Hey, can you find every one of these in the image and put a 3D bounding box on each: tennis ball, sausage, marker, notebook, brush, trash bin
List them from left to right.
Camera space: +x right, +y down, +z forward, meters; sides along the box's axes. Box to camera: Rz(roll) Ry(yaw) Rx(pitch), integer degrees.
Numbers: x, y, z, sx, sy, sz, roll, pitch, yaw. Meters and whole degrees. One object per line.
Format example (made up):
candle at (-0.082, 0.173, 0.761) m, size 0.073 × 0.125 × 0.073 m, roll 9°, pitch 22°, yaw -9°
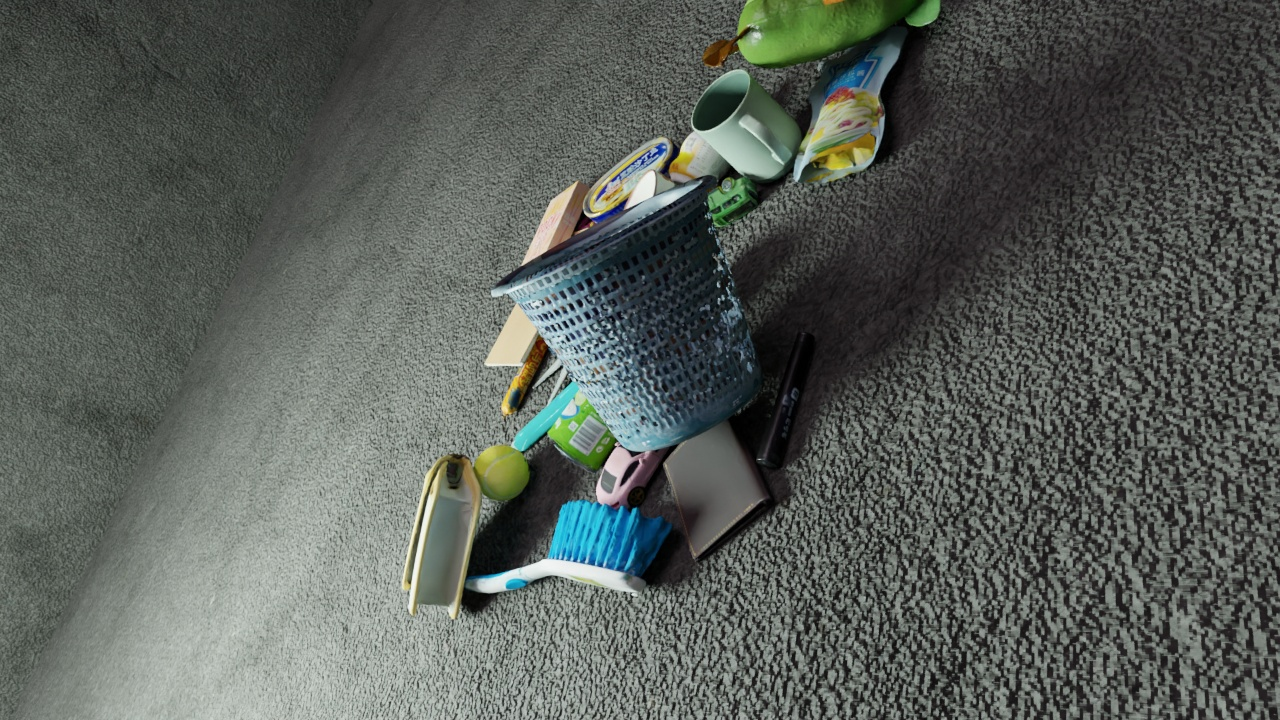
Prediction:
tennis ball at (-0.162, 0.131, 1.071) m, size 0.066 × 0.065 × 0.065 m, roll -32°, pitch 41°, yaw 32°
sausage at (-0.141, 0.002, 1.193) m, size 0.021 × 0.021 × 0.165 m, roll 7°, pitch 68°, yaw 53°
notebook at (-0.142, -0.084, 1.257) m, size 0.148 × 0.008 × 0.207 m, roll 0°, pitch 61°, yaw 63°
brush at (-0.091, 0.200, 0.941) m, size 0.315 × 0.060 × 0.109 m, roll -7°, pitch 61°, yaw 52°
trash bin at (0.006, -0.033, 0.846) m, size 0.227 × 0.195 × 0.226 m, roll -26°, pitch 13°, yaw 6°
marker at (0.131, 0.035, 0.828) m, size 0.022 × 0.020 × 0.131 m, roll -25°, pitch 41°, yaw 62°

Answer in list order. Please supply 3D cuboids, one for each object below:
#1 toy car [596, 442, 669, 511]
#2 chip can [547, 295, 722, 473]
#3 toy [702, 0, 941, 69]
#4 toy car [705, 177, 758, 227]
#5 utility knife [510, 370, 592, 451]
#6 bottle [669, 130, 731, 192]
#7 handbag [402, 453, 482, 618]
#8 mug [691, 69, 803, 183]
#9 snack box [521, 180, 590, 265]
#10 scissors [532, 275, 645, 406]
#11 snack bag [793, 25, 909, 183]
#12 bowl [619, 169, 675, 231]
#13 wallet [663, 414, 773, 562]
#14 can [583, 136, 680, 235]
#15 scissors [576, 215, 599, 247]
toy car at (-0.004, 0.097, 0.930) m, size 0.122 × 0.037 × 0.056 m, roll -57°, pitch 35°, yaw -4°
chip can at (-0.006, 0.006, 0.976) m, size 0.236 × 0.072 × 0.072 m, roll -54°, pitch 34°, yaw 4°
toy at (0.179, -0.361, 0.962) m, size 0.247 × 0.090 × 0.226 m, roll -16°, pitch 12°, yaw 6°
toy car at (0.089, -0.172, 1.031) m, size 0.091 × 0.043 × 0.036 m, roll -25°, pitch 67°, yaw 27°
utility knife at (-0.119, 0.075, 1.108) m, size 0.210 × 0.013 × 0.029 m, roll -42°, pitch 63°, yaw 18°
bottle at (0.081, -0.248, 1.087) m, size 0.063 × 0.063 × 0.108 m, roll 23°, pitch 81°, yaw 56°
handbag at (-0.236, 0.191, 1.070) m, size 0.178 × 0.063 × 0.163 m, roll -132°, pitch 55°, yaw -68°
mug at (0.125, -0.245, 0.991) m, size 0.082 × 0.106 × 0.111 m, roll -49°, pitch 34°, yaw 9°
snack box at (-0.124, -0.171, 1.280) m, size 0.085 × 0.026 × 0.157 m, roll -22°, pitch 43°, yaw 55°
scissors at (-0.057, -0.045, 1.133) m, size 0.222 × 0.021 × 0.221 m, roll -30°, pitch 39°, yaw 41°
snack bag at (0.219, -0.271, 0.962) m, size 0.111 × 0.039 × 0.190 m, roll -22°, pitch 43°, yaw 48°
bowl at (0.019, -0.162, 1.082) m, size 0.113 × 0.062 × 0.113 m, roll -163°, pitch 91°, yaw -73°
wallet at (0.067, 0.111, 0.845) m, size 0.096 × 0.020 × 0.122 m, roll -46°, pitch 36°, yaw 23°
can at (-0.004, -0.221, 1.173) m, size 0.148 × 0.049 × 0.074 m, roll -33°, pitch 44°, yaw 23°
scissors at (-0.047, -0.175, 1.231) m, size 0.134 × 0.017 × 0.128 m, roll -1°, pitch 60°, yaw 48°
